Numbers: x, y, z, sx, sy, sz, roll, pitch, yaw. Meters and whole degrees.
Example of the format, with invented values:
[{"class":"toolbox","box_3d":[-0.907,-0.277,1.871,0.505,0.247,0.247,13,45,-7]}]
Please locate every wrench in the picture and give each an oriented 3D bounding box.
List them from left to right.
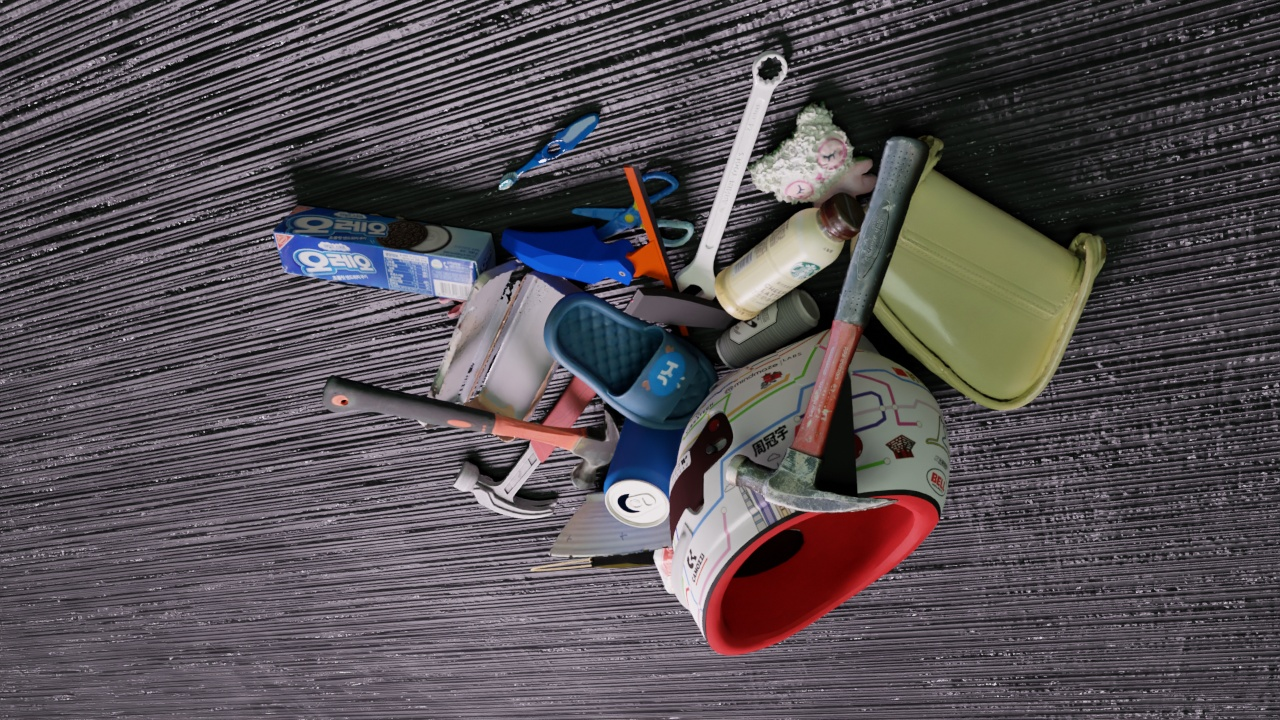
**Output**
[{"class":"wrench","box_3d":[0.083,-0.161,0.870,0.047,0.009,0.274,7,129,-14]}]

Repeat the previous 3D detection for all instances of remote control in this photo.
[{"class":"remote control","box_3d":[0.045,-0.051,0.933,0.124,0.010,0.039,8,135,-29]}]

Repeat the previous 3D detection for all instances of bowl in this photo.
[{"class":"bowl","box_3d":[-0.026,0.194,1.117,0.177,0.177,0.071,-8,83,20]}]

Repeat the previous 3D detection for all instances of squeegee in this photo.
[{"class":"squeegee","box_3d":[-0.060,-0.106,0.915,0.185,0.055,0.250,15,152,25]}]

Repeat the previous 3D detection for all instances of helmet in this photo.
[{"class":"helmet","box_3d":[0.150,0.114,0.921,0.315,0.235,0.231,-40,133,16]}]

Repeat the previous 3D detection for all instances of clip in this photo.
[{"class":"clip","box_3d":[-0.192,-0.063,1.015,0.058,0.022,0.037,-16,117,23]}]

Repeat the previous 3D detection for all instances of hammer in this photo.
[{"class":"hammer","box_3d":[-0.175,0.066,0.997,0.332,0.033,0.133,13,129,-26]},{"class":"hammer","box_3d":[-0.107,0.087,1.102,0.126,0.036,0.317,30,127,-12]},{"class":"hammer","box_3d":[0.184,-0.027,0.768,0.141,0.036,0.326,18,90,27]}]

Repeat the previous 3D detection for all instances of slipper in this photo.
[{"class":"slipper","box_3d":[-0.006,0.006,0.952,0.213,0.059,0.103,29,86,-26]}]

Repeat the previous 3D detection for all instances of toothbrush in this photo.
[{"class":"toothbrush","box_3d":[-0.090,-0.201,0.887,0.133,0.016,0.021,-28,118,31]}]

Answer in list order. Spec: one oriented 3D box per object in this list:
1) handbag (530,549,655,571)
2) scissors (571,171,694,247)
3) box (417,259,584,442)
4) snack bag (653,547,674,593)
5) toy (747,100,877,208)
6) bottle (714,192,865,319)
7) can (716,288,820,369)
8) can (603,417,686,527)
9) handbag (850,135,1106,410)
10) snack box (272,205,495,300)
[{"class":"handbag","box_3d":[-0.071,0.266,1.214,0.178,0.027,0.084,-15,161,31]},{"class":"scissors","box_3d":[-0.005,-0.137,0.919,0.132,0.019,0.105,-24,116,33]},{"class":"box","box_3d":[-0.148,0.001,0.993,0.105,0.096,0.217,32,123,2]},{"class":"snack bag","box_3d":[0.081,0.265,1.184,0.116,0.036,0.077,-8,125,20]},{"class":"toy","box_3d":[0.164,-0.170,0.832,0.109,0.041,0.096,31,126,-18]},{"class":"bottle","box_3d":[0.140,-0.098,0.862,0.056,0.056,0.163,38,137,-15]},{"class":"can","box_3d":[0.130,-0.031,0.941,0.107,0.043,0.044,-32,113,32]},{"class":"can","box_3d":[0.011,0.107,1.012,0.079,0.145,0.079,7,128,9]},{"class":"handbag","box_3d":[0.296,-0.076,0.848,0.233,0.088,0.191,29,113,-8]},{"class":"snack box","box_3d":[-0.269,-0.114,0.974,0.226,0.059,0.059,8,132,8]}]
